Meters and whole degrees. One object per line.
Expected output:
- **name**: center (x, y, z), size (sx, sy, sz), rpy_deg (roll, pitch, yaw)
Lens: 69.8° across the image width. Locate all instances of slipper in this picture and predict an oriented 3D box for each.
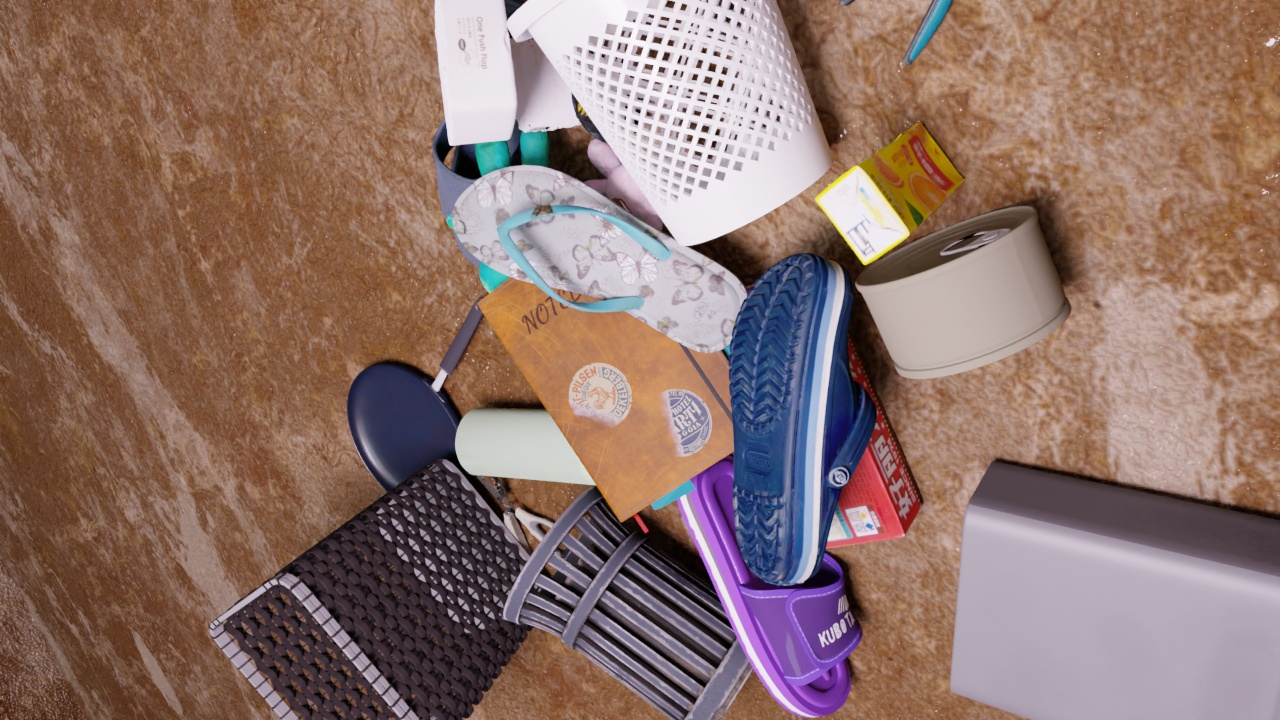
- **slipper**: center (0.126, 0.045, 0.705), size (0.105, 0.095, 0.253), rpy_deg (-158, 71, -68)
- **slipper**: center (0.136, 0.202, 0.842), size (0.084, 0.107, 0.266), rpy_deg (-29, 89, 40)
- **slipper**: center (-0.037, -0.089, 0.747), size (0.269, 0.054, 0.098), rpy_deg (23, 102, 10)
- **slipper**: center (-0.151, -0.201, 0.859), size (0.101, 0.082, 0.264), rpy_deg (29, 123, 22)

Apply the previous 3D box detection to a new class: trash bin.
- **trash bin**: center (0.360, 0.193, 0.686), size (0.220, 0.097, 0.192), rpy_deg (11, 117, 32)
- **trash bin**: center (0.004, 0.257, 0.923), size (0.227, 0.163, 0.165), rpy_deg (33, 126, 13)
- **trash bin**: center (0.038, -0.205, 0.674), size (0.196, 0.194, 0.199), rpy_deg (-18, 110, 38)

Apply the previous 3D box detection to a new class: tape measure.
- **tape measure**: center (-0.027, -0.221, 0.771), size (0.042, 0.072, 0.071), rpy_deg (-15, 74, 33)

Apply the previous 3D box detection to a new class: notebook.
- **notebook**: center (-0.007, 0.004, 0.788), size (0.179, 0.014, 0.249), rpy_deg (-35, 86, 18)

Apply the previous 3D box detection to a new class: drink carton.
- **drink carton**: center (0.176, -0.119, 0.639), size (0.058, 0.134, 0.043), rpy_deg (53, 132, 0)

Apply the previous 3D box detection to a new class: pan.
- **pan**: center (-0.246, 0.045, 1.077), size (0.199, 0.021, 0.358), rpy_deg (44, 129, 9)

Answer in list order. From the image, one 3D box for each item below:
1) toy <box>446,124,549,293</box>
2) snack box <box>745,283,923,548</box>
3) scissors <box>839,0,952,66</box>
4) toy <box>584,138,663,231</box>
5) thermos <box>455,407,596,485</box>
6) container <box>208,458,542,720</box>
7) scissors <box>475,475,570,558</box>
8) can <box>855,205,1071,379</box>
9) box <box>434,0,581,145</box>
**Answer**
- **toy**: center (-0.105, -0.115, 0.834), size (0.072, 0.130, 0.193), rpy_deg (-136, 37, -57)
- **snack box**: center (0.141, 0.044, 0.787), size (0.113, 0.060, 0.236), rpy_deg (-19, 100, 39)
- **scissors**: center (0.201, -0.270, 0.626), size (0.157, 0.019, 0.124), rpy_deg (-2, 111, 36)
- **toy**: center (-0.012, -0.151, 0.811), size (0.110, 0.047, 0.064), rpy_deg (35, 125, 30)
- **thermos**: center (-0.085, 0.085, 0.951), size (0.232, 0.082, 0.082), rpy_deg (0, 111, 35)
- **container**: center (-0.286, 0.294, 1.060), size (0.248, 0.242, 0.245), rpy_deg (-34, 97, 42)
- **scissors**: center (-0.149, 0.184, 1.073), size (0.158, 0.012, 0.162), rpy_deg (25, 128, 14)
- **can**: center (0.225, -0.048, 0.644), size (0.128, 0.127, 0.073), rpy_deg (-19, 102, 39)
- **box**: center (-0.097, -0.238, 0.758), size (0.128, 0.137, 0.108), rpy_deg (156, 109, -79)
